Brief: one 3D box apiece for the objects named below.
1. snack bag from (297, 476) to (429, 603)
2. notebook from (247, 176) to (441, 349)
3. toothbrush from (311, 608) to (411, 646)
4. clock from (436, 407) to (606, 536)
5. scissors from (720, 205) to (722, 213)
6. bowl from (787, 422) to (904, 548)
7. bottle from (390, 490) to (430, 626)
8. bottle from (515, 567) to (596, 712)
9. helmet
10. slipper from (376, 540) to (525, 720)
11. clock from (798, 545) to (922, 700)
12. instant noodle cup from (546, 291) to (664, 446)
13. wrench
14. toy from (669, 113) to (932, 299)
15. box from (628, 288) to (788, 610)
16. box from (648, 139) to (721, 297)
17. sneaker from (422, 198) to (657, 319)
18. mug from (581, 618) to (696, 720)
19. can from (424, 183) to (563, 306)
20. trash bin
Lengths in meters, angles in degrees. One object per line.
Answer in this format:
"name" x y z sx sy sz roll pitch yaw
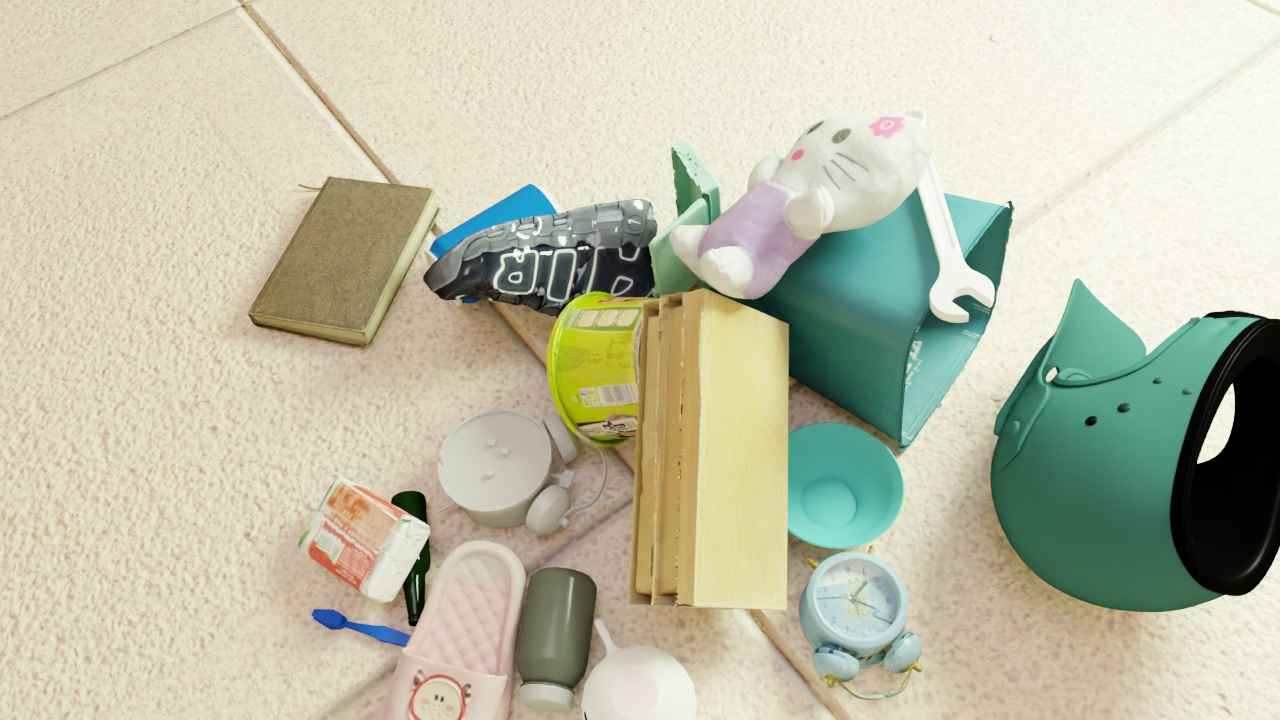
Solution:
"snack bag" -0.248 0.159 0.821 0.116 0.036 0.077 19 76 36
"notebook" -0.349 -0.122 1.042 0.190 0.034 0.214 10 59 14
"toothbrush" -0.203 0.244 0.800 0.187 0.011 0.016 11 59 13
"clock" -0.111 0.101 0.854 0.159 0.061 0.119 1 57 8
"scissors" 0.082 -0.140 1.019 0.127 0.014 0.127 -7 58 4
"bowl" 0.170 0.119 0.821 0.121 0.046 0.121 -3 57 4
"bottle" -0.207 0.179 0.831 0.033 0.033 0.122 -12 57 -2
"bottle" -0.071 0.232 0.765 0.060 0.060 0.108 2 57 7
"helmet" 0.393 0.063 0.745 0.176 0.201 0.274 34 74 -24
"slipper" -0.155 0.255 0.756 0.107 0.056 0.221 8 64 10
"clock" 0.180 0.216 0.754 0.089 0.052 0.124 -9 56 -2
"instant noodle cup" -0.005 0.005 0.842 0.098 0.146 0.145 -6 51 37
"wrench" 0.247 -0.133 0.774 0.047 0.009 0.272 -9 47 12
"toy" 0.134 -0.126 0.753 0.209 0.085 0.137 -35 24 -1
"box" 0.055 0.080 0.764 0.092 0.128 0.248 -13 70 44
"box" 0.037 -0.112 0.896 0.078 0.187 0.112 38 76 22
"sneaker" -0.083 -0.065 0.921 0.252 0.097 0.151 -17 89 -25
"mug" -0.009 0.259 0.731 0.090 0.076 0.124 -25 58 -11
"can" -0.153 -0.126 0.996 0.146 0.079 0.079 -34 60 -16
"trash bin" 0.197 -0.069 0.864 0.219 0.199 0.196 28 63 29
